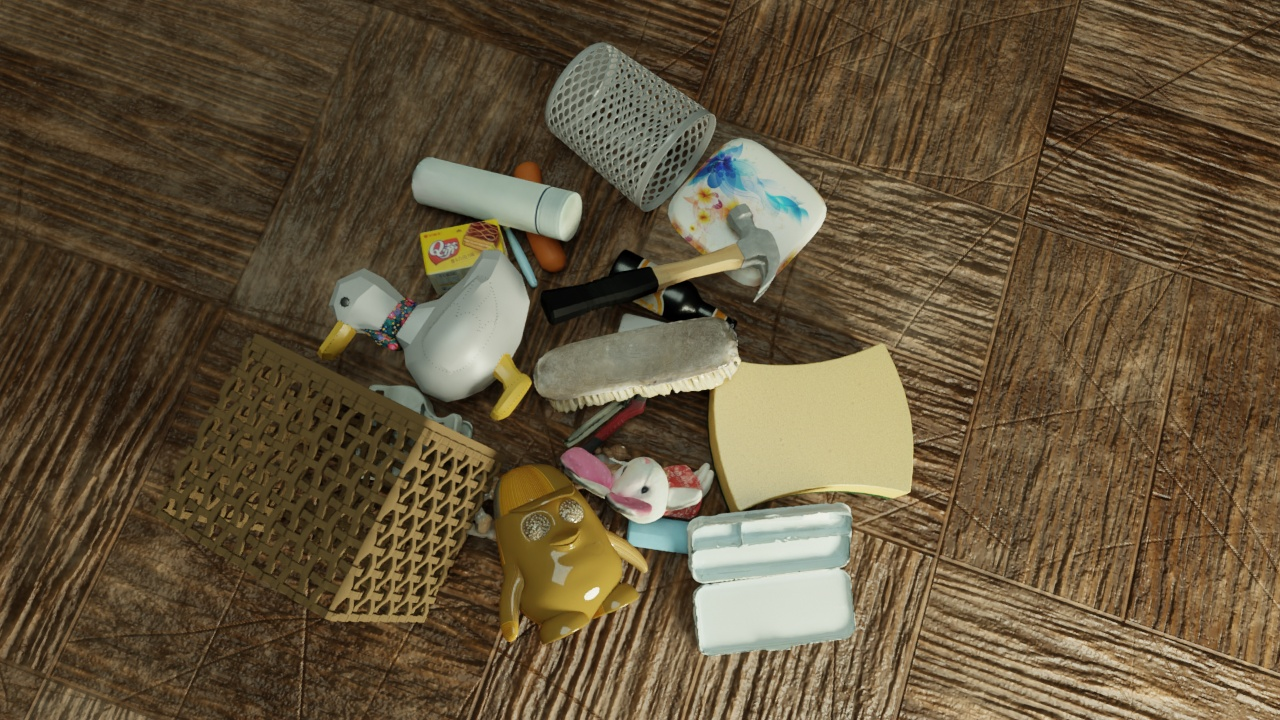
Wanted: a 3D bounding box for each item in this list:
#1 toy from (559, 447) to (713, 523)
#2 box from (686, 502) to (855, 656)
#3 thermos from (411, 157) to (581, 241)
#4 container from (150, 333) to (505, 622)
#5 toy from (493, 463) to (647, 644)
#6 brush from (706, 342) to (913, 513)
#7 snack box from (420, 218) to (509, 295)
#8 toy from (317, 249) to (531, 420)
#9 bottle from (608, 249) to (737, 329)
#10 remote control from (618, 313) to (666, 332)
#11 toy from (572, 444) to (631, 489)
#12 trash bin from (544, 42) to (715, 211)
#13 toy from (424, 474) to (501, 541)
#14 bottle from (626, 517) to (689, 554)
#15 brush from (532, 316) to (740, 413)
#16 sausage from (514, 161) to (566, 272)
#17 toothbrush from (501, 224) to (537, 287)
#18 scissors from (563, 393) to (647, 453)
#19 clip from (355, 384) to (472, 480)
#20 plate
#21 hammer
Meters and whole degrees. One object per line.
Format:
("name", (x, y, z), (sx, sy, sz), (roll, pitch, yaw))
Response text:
("toy", (0.012, 0.157, 1.129), (0.194, 0.159, 0.084), (6, 107, -36))
("box", (0.165, 0.271, 1.145), (0.210, 0.061, 0.193), (-7, 106, -3))
("thermos", (-0.192, -0.217, 1.226), (0.230, 0.068, 0.067), (16, 75, 18))
("container", (-0.336, 0.137, 1.033), (0.252, 0.219, 0.214), (23, 81, 19))
("toy", (-0.102, 0.218, 1.098), (0.198, 0.163, 0.203), (-20, 79, -29))
("brush", (0.216, 0.090, 1.190), (0.250, 0.075, 0.195), (-5, 76, -4))
("snack box", (-0.231, -0.137, 1.225), (0.105, 0.084, 0.061), (-11, 75, -5))
("toy", (-0.250, -0.038, 1.152), (0.267, 0.141, 0.246), (42, 84, -5))
("bottle", (0.045, -0.084, 1.235), (0.181, 0.059, 0.059), (28, 76, 4))
("remote control", (0.042, -0.028, 1.243), (0.146, 0.008, 0.045), (14, 63, 1))
("toy", (-0.054, 0.139, 1.185), (0.101, 0.041, 0.055), (-10, 96, -12))
("trash bin", (-0.018, -0.320, 1.245), (0.183, 0.156, 0.156), (40, 77, 10))
("toy", (-0.222, 0.186, 1.159), (0.106, 0.074, 0.085), (4, 89, 3))
("bottle", (0.048, 0.224, 1.167), (0.130, 0.040, 0.040), (8, 76, 0))
("brush", (-0.007, 0.006, 1.170), (0.272, 0.056, 0.083), (-11, 64, 14))
("sausage", (-0.141, -0.197, 1.266), (0.044, 0.039, 0.164), (-17, 77, -4))
("toothbrush", (-0.176, -0.169, 1.270), (0.016, 0.022, 0.155), (-33, 76, 33))
("scissors", (-0.014, 0.060, 1.204), (0.188, 0.015, 0.146), (-18, 40, 7))
("clip", (-0.292, 0.097, 1.181), (0.144, 0.074, 0.124), (5, 78, 4))
("plate", (0.152, -0.214, 1.294), (0.187, 0.016, 0.186), (41, 78, 8))
("hammer", (0.030, -0.109, 1.189), (0.327, 0.039, 0.131), (-17, 67, -19))
